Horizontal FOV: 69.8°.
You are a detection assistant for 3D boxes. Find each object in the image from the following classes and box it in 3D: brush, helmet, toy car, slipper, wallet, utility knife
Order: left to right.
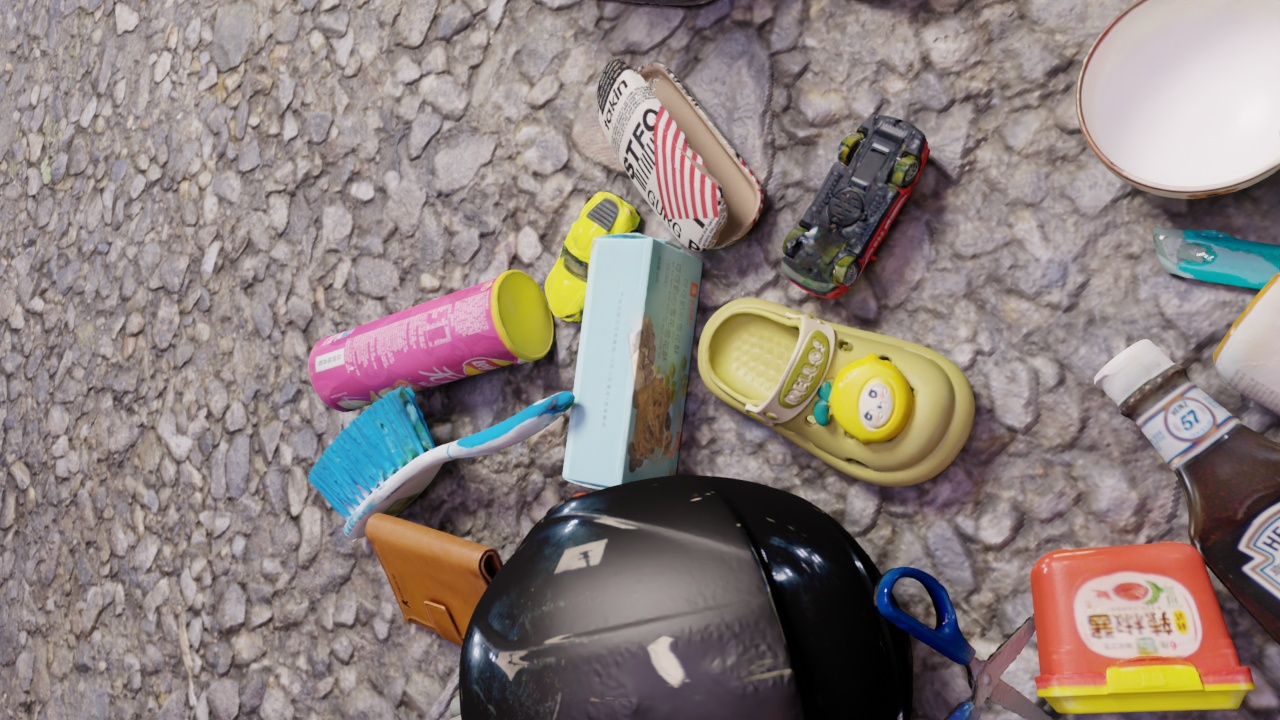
[{"bbox_3d":[-0.163,0.064,0.712,0.316,0.060,0.109,-41,71,38],"label":"brush"},{"bbox_3d":[-0.148,0.180,0.712,0.131,0.035,0.119,6,118,36],"label":"wallet"},{"bbox_3d":[-0.041,-0.079,0.700,0.048,0.032,0.105,36,104,29],"label":"toy car"},{"bbox_3d":[0.012,0.180,0.516,0.275,0.230,0.233,-17,73,13],"label":"helmet"},{"bbox_3d":[0.106,0.015,0.571,0.191,0.081,0.092,24,99,34],"label":"slipper"},{"bbox_3d":[0.138,-0.095,0.585,0.053,0.045,0.120,36,97,32],"label":"toy car"},{"bbox_3d":[0.373,-0.039,0.452,0.222,0.013,0.029,15,92,32],"label":"utility knife"}]

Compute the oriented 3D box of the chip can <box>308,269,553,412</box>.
[{"bbox_3d":[-0.175,-0.012,0.751,0.211,0.071,0.071,-15,76,30],"label":"chip can"}]

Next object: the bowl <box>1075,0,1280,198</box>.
[{"bbox_3d":[0.295,-0.137,0.485,0.114,0.062,0.113,-4,83,31],"label":"bowl"}]

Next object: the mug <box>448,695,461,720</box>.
[{"bbox_3d":[-0.117,0.282,0.662,0.104,0.123,0.083,-29,111,26],"label":"mug"}]

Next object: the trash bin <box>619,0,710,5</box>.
[{"bbox_3d":[-0.036,-0.390,0.629,0.199,0.219,0.198,21,94,33],"label":"trash bin"}]

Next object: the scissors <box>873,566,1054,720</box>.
[{"bbox_3d":[0.167,0.165,0.469,0.012,0.176,0.162,-13,33,52],"label":"scissors"}]

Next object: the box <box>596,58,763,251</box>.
[{"bbox_3d":[0.029,-0.149,0.664,0.163,0.081,0.075,55,143,23],"label":"box"}]

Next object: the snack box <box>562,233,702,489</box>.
[{"bbox_3d":[-0.004,0.004,0.641,0.052,0.074,0.175,6,87,32],"label":"snack box"}]

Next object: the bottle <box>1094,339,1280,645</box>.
[{"bbox_3d":[0.311,0.072,0.460,0.080,0.044,0.195,-45,63,21],"label":"bottle"}]

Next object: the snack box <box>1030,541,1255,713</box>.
[{"bbox_3d":[0.247,0.137,0.469,0.091,0.082,0.080,-8,68,15],"label":"snack box"}]

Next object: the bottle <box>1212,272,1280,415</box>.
[{"bbox_3d":[0.368,0.028,0.415,0.189,0.068,0.068,39,103,29],"label":"bottle"}]
